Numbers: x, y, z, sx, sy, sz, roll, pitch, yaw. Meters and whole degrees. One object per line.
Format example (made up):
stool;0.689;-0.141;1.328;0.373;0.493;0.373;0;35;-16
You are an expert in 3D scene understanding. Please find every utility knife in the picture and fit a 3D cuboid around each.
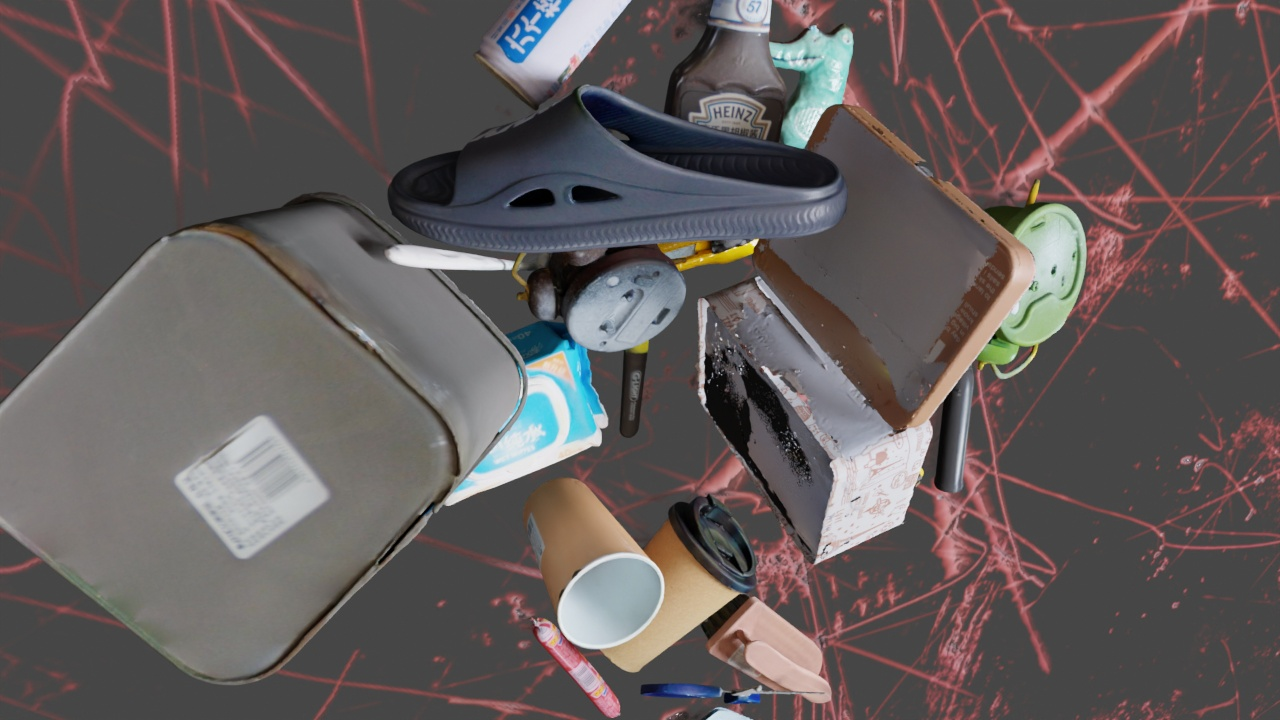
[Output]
utility knife;0.035;-0.077;0.667;0.154;0.015;0.033;-19;118;-14

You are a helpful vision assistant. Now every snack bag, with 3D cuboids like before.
snack bag;0.048;0.425;0.905;0.110;0.039;0.191;32;96;-27

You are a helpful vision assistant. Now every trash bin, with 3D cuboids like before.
trash bin;-0.177;0.030;0.469;0.198;0.220;0.199;44;90;-10

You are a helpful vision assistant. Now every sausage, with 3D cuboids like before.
sausage;-0.054;0.266;0.792;0.020;0.020;0.156;-35;123;-6

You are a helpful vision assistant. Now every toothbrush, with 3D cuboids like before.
toothbrush;0.286;0.022;0.823;0.027;0.026;0.213;-21;120;-35
toothbrush;-0.093;-0.062;0.553;0.016;0.016;0.179;-57;163;16

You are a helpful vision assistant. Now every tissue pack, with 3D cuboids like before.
tissue pack;-0.095;0.035;0.635;0.140;0.063;0.090;-22;120;-13

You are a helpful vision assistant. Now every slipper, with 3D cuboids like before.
slipper;-0.012;-0.122;0.534;0.268;0.110;0.083;1;122;1

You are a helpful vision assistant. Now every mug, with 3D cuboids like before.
mug;-0.043;0.141;0.675;0.078;0.123;0.078;-10;117;-21

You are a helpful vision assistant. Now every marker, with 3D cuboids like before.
marker;-0.004;0.004;0.690;0.018;0.015;0.124;-4;117;-19

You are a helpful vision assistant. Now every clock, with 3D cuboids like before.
clock;0.312;-0.059;0.764;0.116;0.056;0.161;-26;117;-25
clock;-0.026;-0.053;0.596;0.121;0.055;0.082;11;131;-40

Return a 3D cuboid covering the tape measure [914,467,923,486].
tape measure;0.216;0.075;0.798;0.029;0.060;0.057;-42;118;1

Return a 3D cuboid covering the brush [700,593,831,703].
brush;0.123;0.270;0.842;0.063;0.073;0.145;-47;125;1

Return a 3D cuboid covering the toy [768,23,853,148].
toy;0.119;-0.191;0.644;0.096;0.030;0.092;5;107;-18

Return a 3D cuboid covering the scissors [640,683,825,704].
scissors;0.080;0.297;0.819;0.162;0.012;0.176;1;157;6

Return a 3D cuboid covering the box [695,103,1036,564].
box;0.126;-0.011;0.607;0.106;0.178;0.273;-13;139;-25

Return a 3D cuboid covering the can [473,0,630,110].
can;-0.038;-0.217;0.544;0.053;0.053;0.134;37;95;-33

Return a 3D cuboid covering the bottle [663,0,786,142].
bottle;0.058;-0.182;0.607;0.080;0.044;0.195;4;113;-11

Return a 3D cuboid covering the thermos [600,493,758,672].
thermos;0.026;0.185;0.753;0.093;0.093;0.143;35;105;-33
